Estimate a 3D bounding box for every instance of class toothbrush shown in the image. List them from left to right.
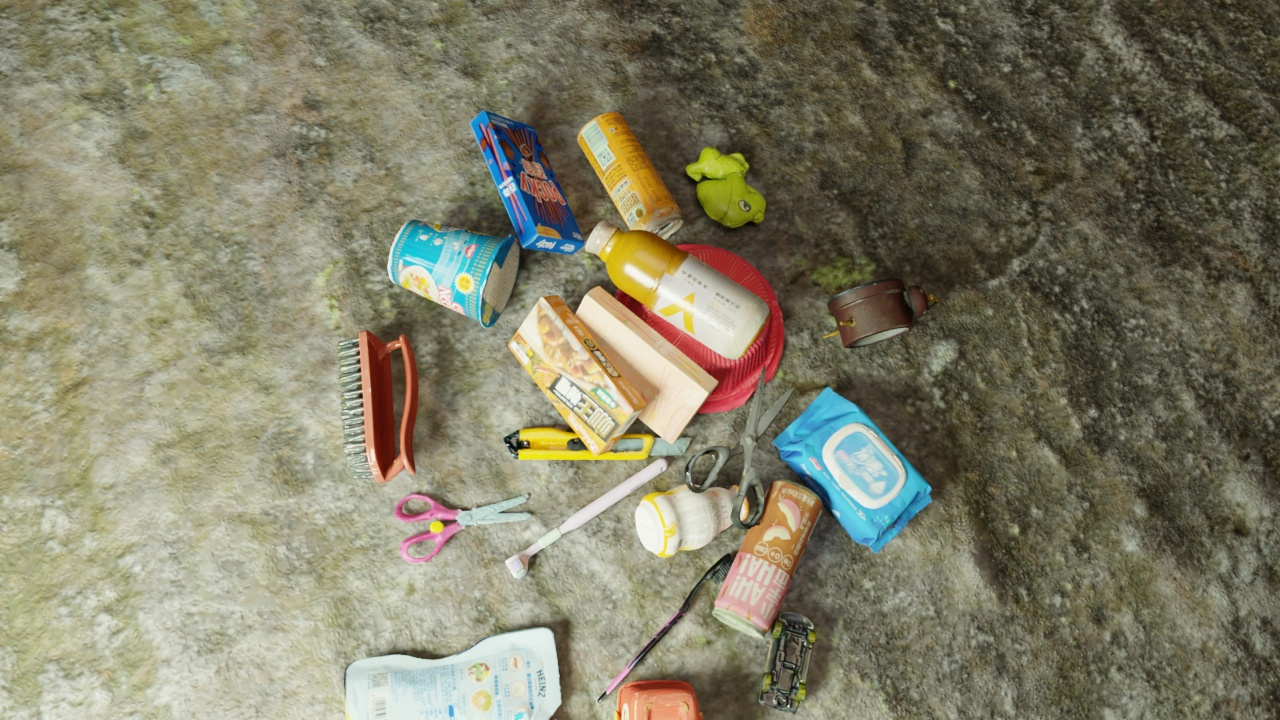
[{"bbox_3d":[-0.049,0.151,0.905,0.189,0.029,0.021,-33,41,-17],"label":"toothbrush"},{"bbox_3d":[0.027,0.258,0.882,0.189,0.014,0.018,-44,94,-17],"label":"toothbrush"}]

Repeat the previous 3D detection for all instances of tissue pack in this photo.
[{"bbox_3d":[0.217,0.109,0.934,0.094,0.052,0.157,-38,80,-17],"label":"tissue pack"}]

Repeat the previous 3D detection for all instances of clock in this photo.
[{"bbox_3d":[0.258,-0.052,0.978,0.122,0.082,0.055,-12,78,-10],"label":"clock"}]

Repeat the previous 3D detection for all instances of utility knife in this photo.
[{"bbox_3d":[-0.042,0.084,0.930,0.193,0.015,0.033,1,74,-8],"label":"utility knife"}]

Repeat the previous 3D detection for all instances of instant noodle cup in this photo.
[{"bbox_3d":[-0.192,-0.096,0.936,0.110,0.099,0.099,18,70,8],"label":"instant noodle cup"},{"bbox_3d":[0.066,-0.045,0.961,0.194,0.066,0.193,2,72,-7],"label":"instant noodle cup"}]

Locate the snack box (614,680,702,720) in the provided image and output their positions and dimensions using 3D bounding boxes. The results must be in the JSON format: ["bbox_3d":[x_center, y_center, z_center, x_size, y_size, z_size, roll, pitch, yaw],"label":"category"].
[{"bbox_3d":[0.020,0.334,0.820,0.082,0.080,0.091,1,71,-7],"label":"snack box"}]

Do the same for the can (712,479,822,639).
[{"bbox_3d":[0.125,0.191,0.892,0.058,0.058,0.147,28,70,3],"label":"can"}]

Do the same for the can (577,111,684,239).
[{"bbox_3d":[-0.011,-0.199,1.006,0.058,0.058,0.146,-26,77,-15],"label":"can"}]

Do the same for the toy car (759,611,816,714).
[{"bbox_3d":[0.138,0.286,0.874,0.042,0.035,0.090,17,70,-3],"label":"toy car"}]

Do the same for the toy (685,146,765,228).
[{"bbox_3d":[0.095,-0.192,1.031,0.096,0.031,0.100,12,66,-3],"label":"toy"}]

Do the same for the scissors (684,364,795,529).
[{"bbox_3d":[0.104,0.084,0.903,0.170,0.014,0.159,-5,77,-32],"label":"scissors"}]

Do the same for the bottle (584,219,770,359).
[{"bbox_3d":[0.034,-0.074,0.895,0.189,0.068,0.068,33,71,5],"label":"bottle"}]

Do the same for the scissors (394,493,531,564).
[{"bbox_3d":[-0.174,0.145,0.896,0.137,0.017,0.077,-19,66,-17],"label":"scissors"}]

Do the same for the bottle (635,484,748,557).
[{"bbox_3d":[0.052,0.151,0.895,0.108,0.063,0.063,-11,73,-24],"label":"bottle"}]

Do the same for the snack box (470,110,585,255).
[{"bbox_3d":[-0.120,-0.189,0.979,0.026,0.084,0.157,-32,74,28],"label":"snack box"}]

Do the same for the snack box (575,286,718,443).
[{"bbox_3d":[-0.005,0.005,0.923,0.157,0.085,0.026,39,40,8],"label":"snack box"}]

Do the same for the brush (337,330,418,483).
[{"bbox_3d":[-0.251,0.047,0.892,0.069,0.063,0.145,-9,74,4],"label":"brush"}]

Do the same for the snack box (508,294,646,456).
[{"bbox_3d":[-0.065,0.014,0.911,0.153,0.075,0.026,50,34,18],"label":"snack box"}]

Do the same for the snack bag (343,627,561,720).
[{"bbox_3d":[-0.166,0.311,0.828,0.191,0.039,0.110,-6,67,-11],"label":"snack bag"}]
